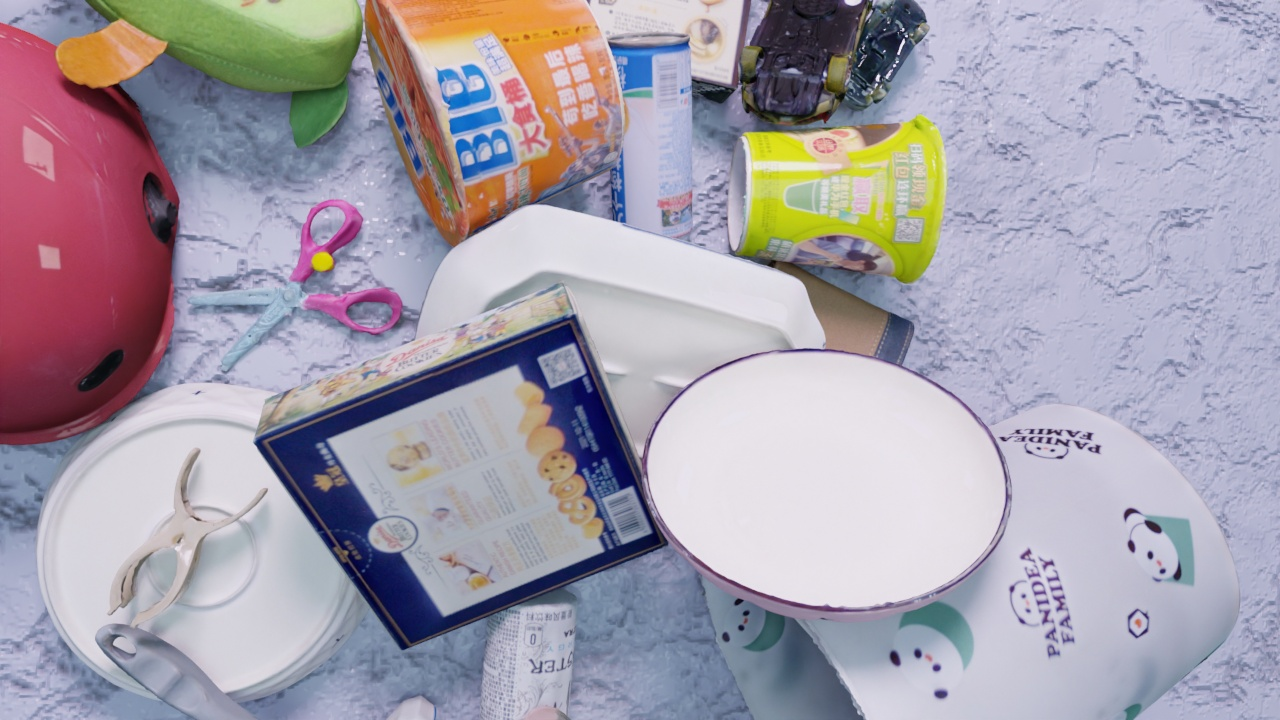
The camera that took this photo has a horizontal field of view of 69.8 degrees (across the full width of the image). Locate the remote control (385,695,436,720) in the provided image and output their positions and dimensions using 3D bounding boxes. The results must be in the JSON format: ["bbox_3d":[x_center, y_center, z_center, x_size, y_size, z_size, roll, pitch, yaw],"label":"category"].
[{"bbox_3d":[-0.179,0.268,0.581,0.024,0.049,0.125,42,83,-6],"label":"remote control"}]

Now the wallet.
[{"bbox_3d":[0.127,-0.011,0.646,0.115,0.033,0.090,25,83,-9],"label":"wallet"}]

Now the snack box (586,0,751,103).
[{"bbox_3d":[0.017,-0.248,0.610,0.113,0.053,0.125,9,89,-11],"label":"snack box"}]

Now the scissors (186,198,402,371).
[{"bbox_3d":[-0.215,-0.037,0.588,0.118,0.017,0.133,43,87,-13],"label":"scissors"}]

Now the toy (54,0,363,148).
[{"bbox_3d":[-0.268,-0.239,0.529,0.246,0.090,0.226,32,62,-17],"label":"toy"}]

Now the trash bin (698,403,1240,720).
[{"bbox_3d":[0.201,0.160,0.572,0.251,0.230,0.229,-25,95,-15],"label":"trash bin"}]

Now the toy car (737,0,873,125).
[{"bbox_3d":[0.115,-0.219,0.614,0.070,0.042,0.157,13,62,18],"label":"toy car"}]

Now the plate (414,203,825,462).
[{"bbox_3d":[-0.003,0.003,0.567,0.265,0.034,0.162,14,114,-22],"label":"plate"}]

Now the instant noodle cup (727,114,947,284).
[{"bbox_3d":[0.123,-0.108,0.610,0.123,0.112,0.111,1,90,-4],"label":"instant noodle cup"}]

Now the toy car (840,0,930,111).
[{"bbox_3d":[0.167,-0.218,0.649,0.043,0.034,0.090,35,83,-7],"label":"toy car"}]

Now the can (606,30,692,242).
[{"bbox_3d":[0.006,-0.137,0.586,0.053,0.053,0.135,-8,116,-11],"label":"can"}]

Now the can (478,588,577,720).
[{"bbox_3d":[-0.075,0.223,0.595,0.058,0.058,0.146,5,89,-11],"label":"can"}]

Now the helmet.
[{"bbox_3d":[-0.367,-0.073,0.486,0.206,0.144,0.240,-21,89,-12],"label":"helmet"}]

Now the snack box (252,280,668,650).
[{"bbox_3d":[-0.094,0.067,0.532,0.182,0.045,0.178,-21,124,-1],"label":"snack box"}]

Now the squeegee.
[{"bbox_3d":[-0.212,0.234,0.534,0.249,0.040,0.247,41,76,-4],"label":"squeegee"}]

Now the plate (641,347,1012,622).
[{"bbox_3d":[0.097,0.067,0.500,0.192,0.192,0.039,-13,130,-11],"label":"plate"}]

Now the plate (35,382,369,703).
[{"bbox_3d":[-0.264,0.115,0.564,0.204,0.045,0.205,0,91,-10],"label":"plate"}]

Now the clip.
[{"bbox_3d":[-0.264,0.103,0.525,0.070,0.035,0.099,35,79,-9],"label":"clip"}]

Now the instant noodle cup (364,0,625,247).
[{"bbox_3d":[-0.085,-0.156,0.549,0.111,0.151,0.151,-23,95,-19],"label":"instant noodle cup"}]
